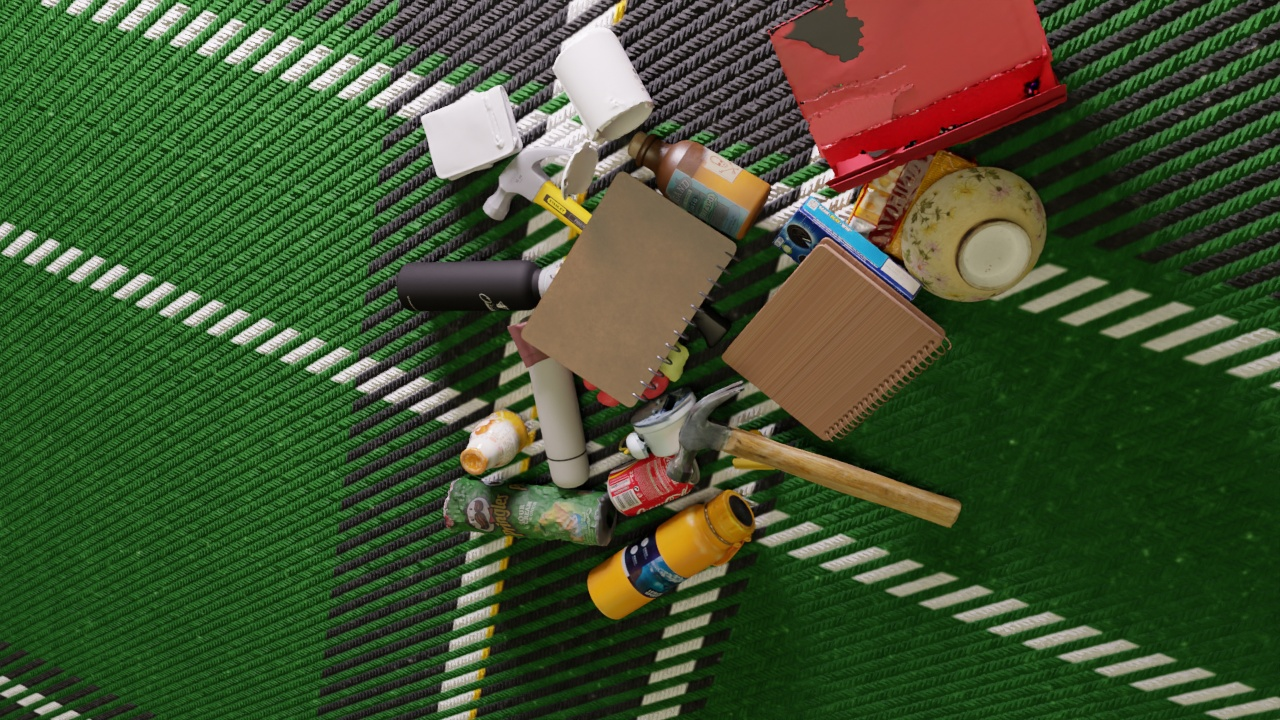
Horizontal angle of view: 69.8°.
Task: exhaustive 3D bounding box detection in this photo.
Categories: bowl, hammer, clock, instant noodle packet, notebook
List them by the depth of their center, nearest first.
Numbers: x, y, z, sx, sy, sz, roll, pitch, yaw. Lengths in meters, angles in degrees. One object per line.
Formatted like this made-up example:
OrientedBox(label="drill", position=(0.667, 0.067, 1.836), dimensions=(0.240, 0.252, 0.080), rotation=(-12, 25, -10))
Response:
OrientedBox(label="bowl", position=(0.339, -0.114, 0.906), dimensions=(0.145, 0.063, 0.145), rotation=(-1, 116, -2))
OrientedBox(label="instant noodle packet", position=(0.276, -0.162, 0.948), dimensions=(0.098, 0.039, 0.136), rotation=(25, 115, 10))
OrientedBox(label="notebook", position=(0.206, -0.012, 0.998), dimensions=(0.169, 0.022, 0.211), rotation=(39, 137, 1))
OrientedBox(label="hammer", position=(0.205, 0.123, 1.046), dimensions=(0.330, 0.033, 0.132), rotation=(18, 105, -2))
OrientedBox(label="notebook", position=(-0.011, -0.076, 1.046), dimensions=(0.167, 0.024, 0.226), rotation=(33, 104, 0))
OrientedBox(label="hammer", position=(-0.028, -0.130, 1.071), dimensions=(0.323, 0.029, 0.127), rotation=(38, 116, 1))
OrientedBox(label="clock", position=(0.023, 0.078, 1.100), dimensions=(0.118, 0.083, 0.057), rotation=(-23, 107, 24))

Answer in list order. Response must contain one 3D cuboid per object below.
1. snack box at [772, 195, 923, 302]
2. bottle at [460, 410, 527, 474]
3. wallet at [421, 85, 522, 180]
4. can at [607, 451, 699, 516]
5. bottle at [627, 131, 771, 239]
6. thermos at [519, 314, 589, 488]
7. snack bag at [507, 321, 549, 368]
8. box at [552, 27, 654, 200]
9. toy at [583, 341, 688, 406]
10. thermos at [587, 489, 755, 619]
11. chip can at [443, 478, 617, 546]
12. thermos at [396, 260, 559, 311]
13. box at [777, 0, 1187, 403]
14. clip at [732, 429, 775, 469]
OrientedBox(label="snack box", position=(0.216, -0.103, 0.969), dimensions=(0.150, 0.027, 0.082), rotation=(38, 160, 2))
OrientedBox(label="bottle", position=(-0.188, 0.107, 1.167), dimensions=(0.063, 0.108, 0.063), rotation=(6, 111, 15))
OrientedBox(label="wallet", position=(-0.196, -0.266, 1.078), dimensions=(0.116, 0.032, 0.086), rotation=(-10, 95, 24))
OrientedBox(label="can", position=(0.016, 0.148, 1.137), dimensions=(0.105, 0.064, 0.064), rotation=(-27, 99, 25))
OrientedBox(label="bottle", position=(0.059, -0.197, 0.993), dimensions=(0.157, 0.067, 0.068), rotation=(31, 116, 6))
OrientedBox(label="thermos", position=(-0.105, 0.053, 1.150), dimensions=(0.052, 0.052, 0.224), rotation=(-3, 108, 20))
OrientedBox(label="snack bag", position=(-0.075, -0.043, 1.083), dimensions=(0.158, 0.013, 0.057), rotation=(-21, 106, 9))
OrientedBox(label="box", position=(-0.057, -0.263, 0.989), dimensions=(0.143, 0.083, 0.137), rotation=(-32, 85, 17))
OrientedBox(label="toy", position=(-0.007, 0.006, 1.103), dimensions=(0.135, 0.045, 0.091), rotation=(-28, 96, 20))
OrientedBox(label="thermos", position=(0.043, 0.245, 1.165), dimensions=(0.233, 0.091, 0.076), rotation=(-38, 63, 26))
OrientedBox(label="chip can", position=(-0.144, 0.199, 1.207), dimensions=(0.223, 0.075, 0.075), rotation=(2, 110, 18))
OrientedBox(label="thermos", position=(-0.181, -0.091, 1.118), dimensions=(0.232, 0.061, 0.061), rotation=(1, 110, 19))
OrientedBox(label="box", position=(0.224, -0.171, 0.704), dimensions=(0.216, 0.509, 0.141), rotation=(-19, 118, 25))
OrientedBox(label="clip", position=(0.137, 0.110, 1.102), dimensions=(0.054, 0.044, 0.050), rotation=(-1, 134, 21))
